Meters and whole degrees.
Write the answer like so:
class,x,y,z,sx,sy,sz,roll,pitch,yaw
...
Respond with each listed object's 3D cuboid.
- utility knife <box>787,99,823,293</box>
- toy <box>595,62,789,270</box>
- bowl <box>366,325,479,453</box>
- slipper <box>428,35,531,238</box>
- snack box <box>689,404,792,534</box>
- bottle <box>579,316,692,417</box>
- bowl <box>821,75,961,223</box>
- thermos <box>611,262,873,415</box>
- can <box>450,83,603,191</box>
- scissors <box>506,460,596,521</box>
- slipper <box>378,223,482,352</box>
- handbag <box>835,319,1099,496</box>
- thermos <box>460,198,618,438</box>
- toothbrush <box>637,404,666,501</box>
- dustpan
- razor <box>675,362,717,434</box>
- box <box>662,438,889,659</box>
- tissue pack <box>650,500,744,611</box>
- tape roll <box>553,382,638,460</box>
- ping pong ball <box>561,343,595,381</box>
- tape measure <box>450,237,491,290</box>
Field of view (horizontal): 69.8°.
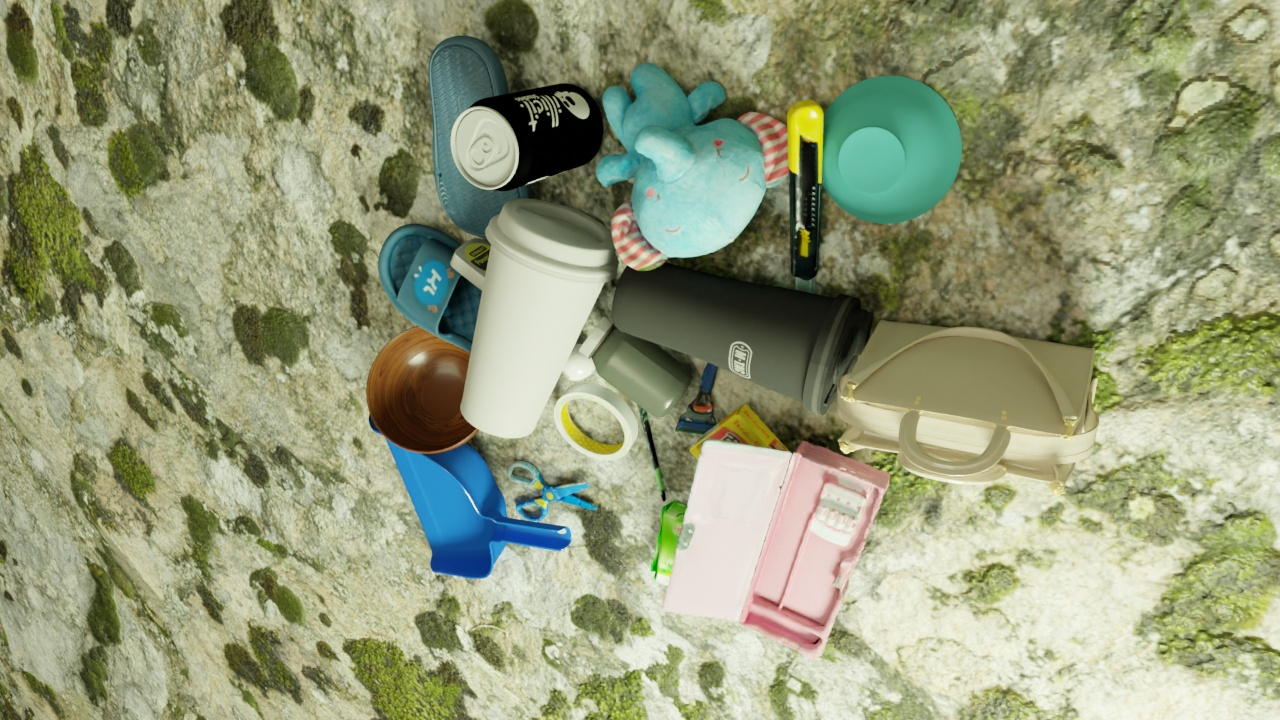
class,x,y,z,sx,sy,sz,roll,pitch,yaw
utility knife,0.142,-0.130,0.791,0.029,0.020,0.187,-9,124,-3
toy,0.031,-0.179,0.800,0.184,0.114,0.180,-33,86,15
bowl,-0.232,0.037,1.055,0.147,0.069,0.147,-1,78,5
slipper,-0.156,-0.219,0.920,0.104,0.059,0.214,11,128,16
snack box,0.126,0.121,0.914,0.152,0.025,0.075,47,126,-2
bottle,-0.005,0.005,0.917,0.108,0.060,0.060,37,125,-2
bowl,0.193,-0.166,0.745,0.121,0.046,0.121,12,116,25
thermos,0.087,-0.031,0.824,0.219,0.105,0.106,18,119,20
can,-0.100,-0.205,0.837,0.080,0.145,0.080,12,116,25
scissors,-0.106,0.147,1.078,0.133,0.020,0.097,-19,103,36
slipper,-0.201,-0.063,0.998,0.214,0.059,0.104,36,104,7
handbag,0.246,0.043,0.712,0.195,0.197,0.101,10,115,26
thermos,-0.111,-0.036,0.914,0.131,0.131,0.222,29,116,16
toothbrush,0.006,0.065,0.975,0.017,0.014,0.188,-8,107,24
dustpan,-0.192,0.178,1.094,0.258,0.059,0.246,4,126,23
razor,0.071,0.013,0.912,0.044,0.018,0.141,9,117,-11
box,0.126,0.178,0.898,0.180,0.050,0.233,16,122,6
tissue pack,0.068,0.213,0.992,0.114,0.034,0.100,17,117,21
tape roll,-0.048,0.066,0.989,0.094,0.019,0.094,16,131,19
ping pong ball,-0.066,0.002,0.972,0.040,0.040,0.040,12,116,25
tape measure,-0.162,-0.101,0.970,0.065,0.064,0.017,35,124,5
